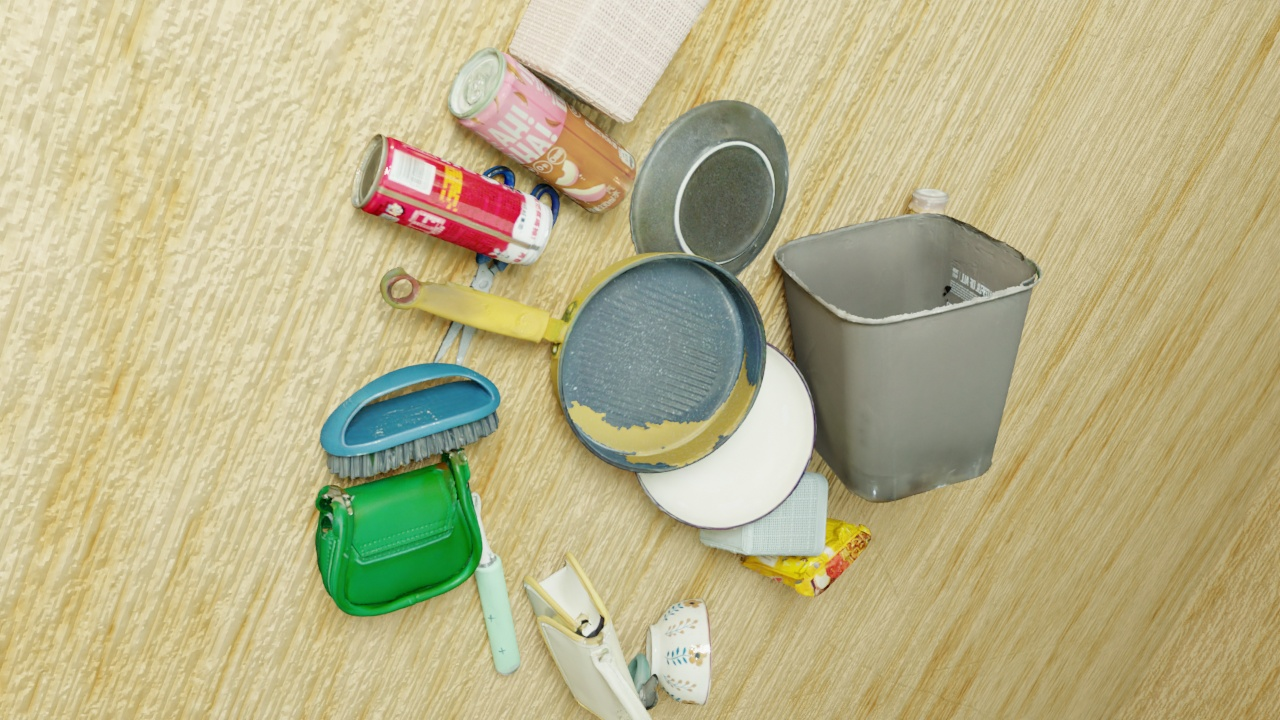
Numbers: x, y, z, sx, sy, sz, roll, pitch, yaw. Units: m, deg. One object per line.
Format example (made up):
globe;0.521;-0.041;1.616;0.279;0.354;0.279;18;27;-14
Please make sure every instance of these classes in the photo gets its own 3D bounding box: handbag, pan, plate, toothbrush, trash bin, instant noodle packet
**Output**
handbag;-0.041;0.292;0.873;0.063;0.179;0.163;-28;130;-16
pan;-0.044;-0.016;0.757;0.357;0.078;0.198;18;97;-27
plate;0.076;0.067;0.895;0.192;0.039;0.192;-1;95;-15
toothbrush;-0.139;0.210;0.854;0.026;0.027;0.225;-59;151;-53
plate;0.070;-0.142;0.821;0.179;0.024;0.180;-19;124;-30
handbag;-0.193;0.135;0.734;0.131;0.068;0.120;-16;129;-29
trash bin;0.252;-0.003;0.892;0.198;0.199;0.220;-14;120;-10
instant noodle packet;0.186;0.218;1.049;0.110;0.129;0.044;-35;107;-22

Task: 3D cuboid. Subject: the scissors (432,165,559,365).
scissors;-0.127;-0.072;0.714;0.172;0.012;0.132;-44;135;-9

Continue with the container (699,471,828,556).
container;0.129;0.162;0.982;0.111;0.090;0.090;6;87;-37

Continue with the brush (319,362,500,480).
brush;-0.175;0.040;0.709;0.143;0.055;0.074;-16;125;-30

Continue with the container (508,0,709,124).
container;-0.025;-0.240;0.649;0.089;0.090;0.111;22;103;-43

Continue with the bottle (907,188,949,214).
bottle;0.298;-0.091;0.997;0.067;0.068;0.190;-15;123;-31

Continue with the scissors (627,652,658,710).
scissors;-0.003;0.373;0.962;0.019;0.180;0.143;13;69;-8

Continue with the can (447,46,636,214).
can;-0.068;-0.165;0.676;0.147;0.058;0.058;29;95;-44

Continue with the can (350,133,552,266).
can;-0.130;-0.110;0.648;0.132;0.053;0.053;18;102;-34

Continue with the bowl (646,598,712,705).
bowl;0.040;0.321;1.013;0.062;0.113;0.114;1;117;-5
